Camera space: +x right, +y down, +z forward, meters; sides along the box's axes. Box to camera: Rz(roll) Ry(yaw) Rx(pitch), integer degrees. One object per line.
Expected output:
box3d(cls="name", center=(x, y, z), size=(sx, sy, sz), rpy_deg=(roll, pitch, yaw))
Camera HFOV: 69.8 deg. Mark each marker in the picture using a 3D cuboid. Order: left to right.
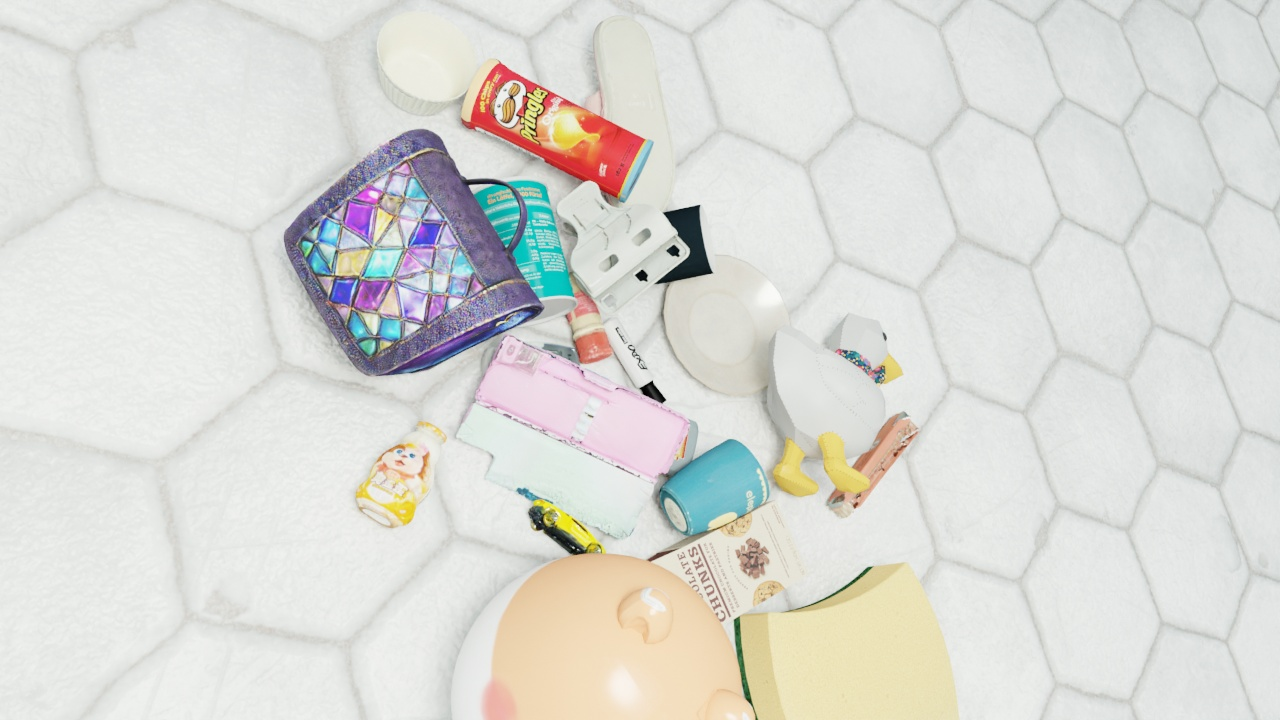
box3d(cls="marker", center=(-0.007, 0.006, 1.106), size=(0.025, 0.025, 0.126), rpy_deg=(-31, 89, -30))

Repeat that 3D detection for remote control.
box3d(cls="remote control", center=(-0.124, 0.009, 1.045), size=(0.114, 0.028, 0.060), rpy_deg=(4, 73, -26))

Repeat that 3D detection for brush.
box3d(cls="brush", center=(0.245, 0.366, 1.088), size=(0.249, 0.075, 0.195), rpy_deg=(-11, 79, -29))

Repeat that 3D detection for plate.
box3d(cls="plate", center=(0.110, -0.044, 1.177), size=(0.188, 0.027, 0.188), rpy_deg=(8, 71, -24))

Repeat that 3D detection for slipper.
box3d(cls="slipper", center=(-0.018, -0.304, 1.179), size=(0.114, 0.055, 0.274), rpy_deg=(-2, 85, -31))

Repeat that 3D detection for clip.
box3d(cls="clip", center=(-0.034, -0.139, 1.052), size=(0.125, 0.082, 0.147), rpy_deg=(-38, 75, -10))

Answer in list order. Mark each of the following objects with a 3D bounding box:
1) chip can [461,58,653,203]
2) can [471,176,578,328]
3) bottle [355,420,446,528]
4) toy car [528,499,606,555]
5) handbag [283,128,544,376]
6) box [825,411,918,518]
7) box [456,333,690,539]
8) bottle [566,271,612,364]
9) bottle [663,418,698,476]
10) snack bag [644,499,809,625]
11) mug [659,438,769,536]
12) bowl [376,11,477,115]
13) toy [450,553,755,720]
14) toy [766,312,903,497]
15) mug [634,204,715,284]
box3d(cls="chip can", center=(-0.097, -0.270, 1.084), size=(0.213, 0.087, 0.086), rpy_deg=(26, 63, -1))
box3d(cls="can", center=(-0.136, -0.120, 1.038), size=(0.099, 0.099, 0.144), rpy_deg=(-10, 79, -28))
box3d(cls="bottle", center=(-0.240, 0.114, 0.935), size=(0.063, 0.063, 0.108), rpy_deg=(35, 62, -13))
box3d(cls="toy car", center=(-0.077, 0.190, 1.000), size=(0.107, 0.049, 0.030), rpy_deg=(42, 59, -10))
box3d(cls="handbag", center=(-0.213, -0.104, 0.926), size=(0.222, 0.125, 0.205), rpy_deg=(-32, 87, 7))
box3d(cls="box", center=(0.312, 0.141, 1.211), size=(0.186, 0.058, 0.053), rpy_deg=(-43, 126, -29))
box3d(cls="box", center=(-0.079, 0.087, 1.009), size=(0.230, 0.035, 0.159), rpy_deg=(26, 92, -10))
box3d(cls="bottle", center=(-0.066, -0.052, 1.084), size=(0.044, 0.044, 0.109), rpy_deg=(-12, 79, -29))
box3d(cls="bottle", center=(-0.014, 0.078, 1.067), size=(0.161, 0.046, 0.072), rpy_deg=(23, 67, -18))
box3d(cls="snack bag", center=(0.079, 0.246, 1.047), size=(0.205, 0.070, 0.094), rpy_deg=(-21, 84, -30))
box3d(cls="mug", center=(0.078, 0.157, 1.053), size=(0.104, 0.112, 0.084), rpy_deg=(-26, 62, -23))
box3d(cls="bowl", center=(-0.254, -0.339, 1.070), size=(0.115, 0.063, 0.115), rpy_deg=(8, 71, -24))
box3d(cls="toy", center=(-0.034, 0.311, 0.853), size=(0.263, 0.282, 0.264), rpy_deg=(53, 40, -3))
box3d(cls="toy", center=(0.241, 0.036, 1.153), size=(0.246, 0.141, 0.266), rpy_deg=(38, 56, -34))
box3d(cls="mug", center=(0.039, -0.146, 1.137), size=(0.121, 0.094, 0.085), rpy_deg=(-72, 150, -65))
